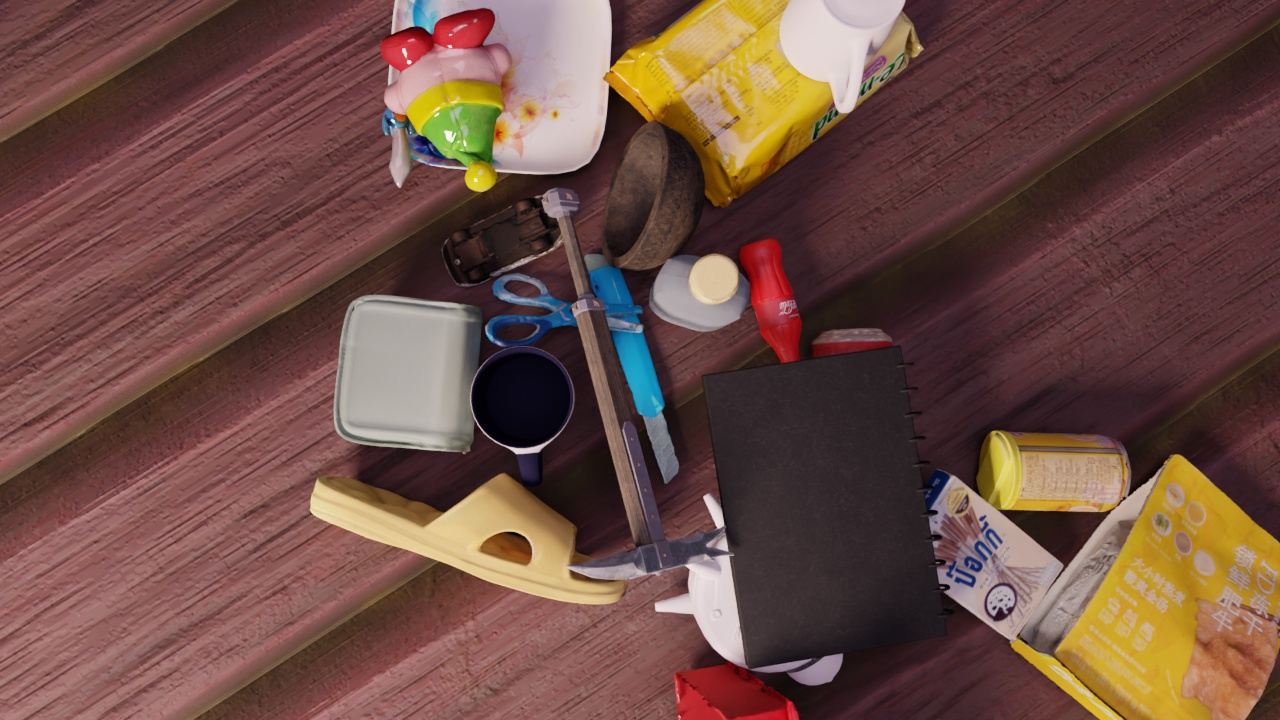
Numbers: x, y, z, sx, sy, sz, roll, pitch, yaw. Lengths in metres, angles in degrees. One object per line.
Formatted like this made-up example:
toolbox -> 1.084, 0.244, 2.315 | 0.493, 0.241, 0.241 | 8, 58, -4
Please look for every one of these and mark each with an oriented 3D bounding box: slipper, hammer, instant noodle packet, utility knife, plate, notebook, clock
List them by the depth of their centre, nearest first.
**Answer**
hammer -> -0.030, 0.009, 0.705 | 0.146, 0.028, 0.316 | -2, 70, -42
notebook -> 0.149, 0.113, 0.725 | 0.169, 0.019, 0.231 | -9, 88, -3
slipper -> -0.132, 0.126, 0.741 | 0.263, 0.099, 0.078 | 16, 85, 1
clock -> 0.107, 0.194, 0.762 | 0.161, 0.073, 0.125 | 25, 87, -2
instant noodle packet -> 0.455, 0.213, 0.786 | 0.163, 0.084, 0.221 | 40, 80, -1
utility knife -> -0.005, 0.005, 0.791 | 0.031, 0.015, 0.209 | -17, 85, -3
plate -> -0.120, -0.254, 0.793 | 0.187, 0.016, 0.187 | 3, 88, -3

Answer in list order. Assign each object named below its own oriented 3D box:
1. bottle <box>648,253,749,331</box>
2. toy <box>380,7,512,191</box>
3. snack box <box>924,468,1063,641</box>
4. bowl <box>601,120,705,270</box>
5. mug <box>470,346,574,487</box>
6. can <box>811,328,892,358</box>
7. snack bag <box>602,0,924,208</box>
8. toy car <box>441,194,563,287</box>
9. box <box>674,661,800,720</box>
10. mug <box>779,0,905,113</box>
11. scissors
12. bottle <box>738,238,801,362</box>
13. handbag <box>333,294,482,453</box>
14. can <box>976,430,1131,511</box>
bottle -> 0.048, -0.055, 0.723 | 0.072, 0.161, 0.046 | 17, 87, -3
toy -> -0.157, -0.204, 0.740 | 0.124, 0.096, 0.131 | -16, 113, -1
snack box -> 0.284, 0.166, 0.775 | 0.150, 0.026, 0.082 | 37, 86, -19
bowl -> 0.018, -0.128, 0.753 | 0.056, 0.121, 0.121 | 13, 87, -23
mug -> -0.091, 0.047, 0.744 | 0.078, 0.097, 0.112 | -5, 88, -4
can -> 0.181, 0.059, 0.774 | 0.067, 0.067, 0.170 | -2, 88, -3
snack bag -> 0.109, -0.258, 0.781 | 0.247, 0.068, 0.159 | -39, 92, -4
toy car -> -0.115, -0.101, 0.780 | 0.113, 0.040, 0.048 | -22, 89, 14
box -> 0.077, 0.355, 0.637 | 0.124, 0.315, 0.211 | -5, 89, 7
mug -> 0.158, -0.252, 0.705 | 0.081, 0.088, 0.114 | -5, 88, -5
scissors -> -0.062, -0.031, 0.764 | 0.141, 0.014, 0.090 | 13, 49, 1
bottle -> 0.117, -0.044, 0.789 | 0.036, 0.036, 0.119 | -16, 89, -4
handbag -> -0.186, 0.012, 0.755 | 0.106, 0.067, 0.122 | 5, 87, 6
can -> 0.349, 0.094, 0.783 | 0.105, 0.068, 0.067 | 2, 88, -4
